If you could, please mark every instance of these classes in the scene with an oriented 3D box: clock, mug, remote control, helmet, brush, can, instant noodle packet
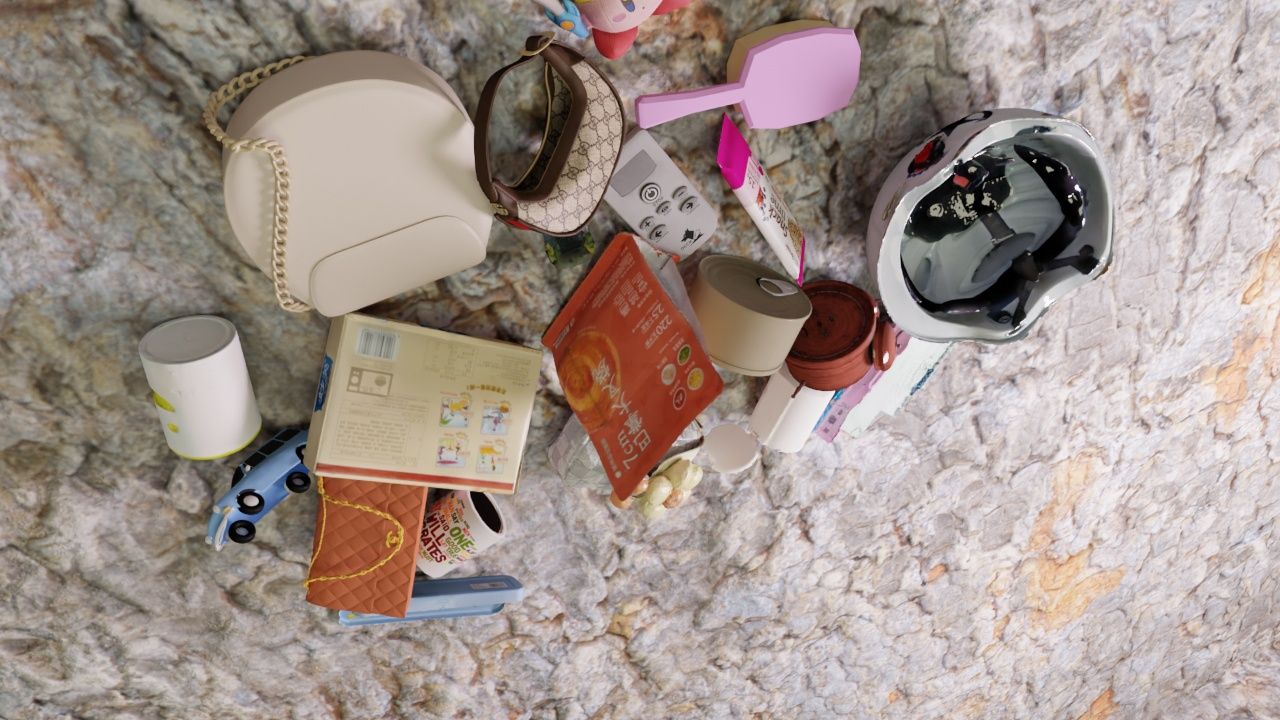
[{"bbox_3d":[0.227,-0.030,1.049,0.158,0.120,0.072,-24,139,4],"label":"clock"},{"bbox_3d":[-0.396,0.024,0.830,0.082,0.082,0.106,-10,126,-18],"label":"mug"},{"bbox_3d":[0.017,-0.160,0.921,0.074,0.019,0.151,-41,130,8],"label":"remote control"},{"bbox_3d":[0.351,-0.149,0.985,0.264,0.163,0.236,-36,116,6],"label":"helmet"},{"bbox_3d":[0.098,-0.261,0.866,0.228,0.043,0.089,-16,129,-13],"label":"brush"},{"bbox_3d":[0.108,-0.049,0.974,0.127,0.127,0.073,5,124,-28],"label":"can"},{"bbox_3d":[-0.005,0.005,0.892,0.084,0.220,0.165,21,120,-33],"label":"instant noodle packet"},{"bbox_3d":[-0.206,0.192,1.051,0.089,0.073,0.105,-32,165,7],"label":"mug"}]

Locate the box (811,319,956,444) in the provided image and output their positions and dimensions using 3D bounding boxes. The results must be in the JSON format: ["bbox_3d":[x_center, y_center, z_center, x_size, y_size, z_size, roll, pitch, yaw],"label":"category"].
[{"bbox_3d":[0.313,0.003,1.158,0.158,0.066,0.231,8,122,-52],"label":"box"}]

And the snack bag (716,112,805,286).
[{"bbox_3d":[0.129,-0.161,0.945,0.016,0.070,0.196,-11,139,32],"label":"snack bag"}]

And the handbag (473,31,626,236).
[{"bbox_3d":[-0.080,-0.193,0.784,0.138,0.063,0.166,31,78,-52],"label":"handbag"}]

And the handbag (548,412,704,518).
[{"bbox_3d":[-0.012,0.116,1.046,0.171,0.123,0.113,14,123,-38],"label":"handbag"}]

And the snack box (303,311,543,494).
[{"bbox_3d":[-0.209,0.044,0.903,0.207,0.055,0.153,11,91,-33],"label":"snack box"}]

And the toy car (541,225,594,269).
[{"bbox_3d":[-0.079,-0.139,0.884,0.048,0.033,0.105,-24,127,-9],"label":"toy car"}]

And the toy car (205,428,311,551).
[{"bbox_3d":[-0.365,0.119,0.887,0.055,0.153,0.056,32,124,3],"label":"toy car"}]

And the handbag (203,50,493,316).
[{"bbox_3d":[-0.231,-0.143,0.767,0.210,0.103,0.209,-21,134,-7],"label":"handbag"}]

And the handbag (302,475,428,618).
[{"bbox_3d":[-0.288,0.178,0.962,0.109,0.060,0.172,10,99,-7],"label":"handbag"}]

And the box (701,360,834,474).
[{"bbox_3d":[0.153,0.067,1.106,0.143,0.083,0.137,-8,130,-42],"label":"box"}]

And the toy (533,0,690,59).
[{"bbox_3d":[-0.035,-0.322,0.751,0.124,0.096,0.131,-33,150,9],"label":"toy"}]

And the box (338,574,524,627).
[{"bbox_3d":[-0.254,0.288,1.117,0.209,0.049,0.121,3,157,-26],"label":"box"}]
